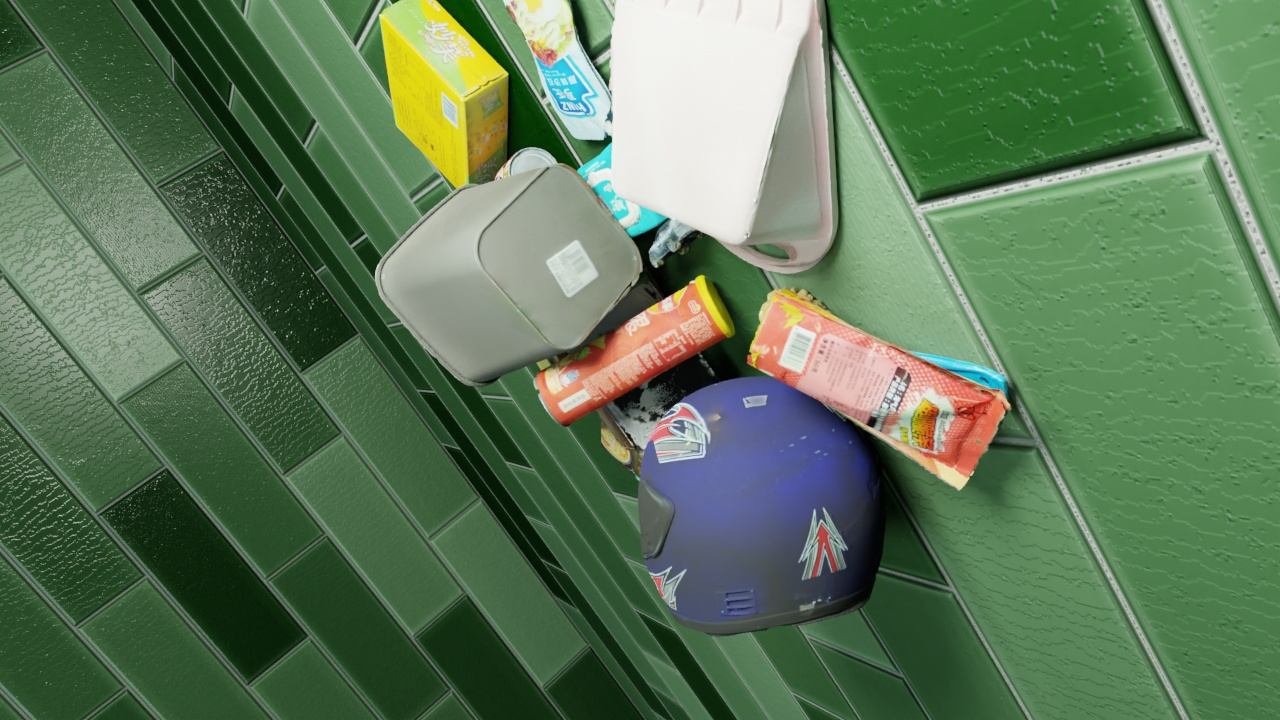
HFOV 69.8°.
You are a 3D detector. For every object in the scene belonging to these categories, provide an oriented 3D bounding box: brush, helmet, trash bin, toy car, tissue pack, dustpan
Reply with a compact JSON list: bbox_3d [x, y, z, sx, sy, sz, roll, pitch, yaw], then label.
[{"bbox_3d":[0.205,-0.009,0.807,0.255,0.045,0.083,20,139,46],"label":"brush"},{"bbox_3d":[0.111,0.141,0.958,0.316,0.247,0.240,149,110,-72],"label":"helmet"},{"bbox_3d":[-0.135,-0.095,0.996,0.198,0.198,0.220,50,152,-21],"label":"trash bin"},{"bbox_3d":[0.035,-0.125,0.943,0.034,0.042,0.091,57,159,1],"label":"toy car"},{"bbox_3d":[-0.013,-0.177,0.945,0.093,0.050,0.134,56,158,-9],"label":"tissue pack"},{"bbox_3d":[0.080,-0.203,0.778,0.222,0.138,0.274,34,125,39],"label":"dustpan"}]

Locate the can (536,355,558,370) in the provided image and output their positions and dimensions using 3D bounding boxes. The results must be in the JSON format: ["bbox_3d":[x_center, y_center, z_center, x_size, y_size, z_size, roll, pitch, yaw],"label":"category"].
[{"bbox_3d":[-0.122,-0.036,1.339,0.057,0.083,0.102,11,136,59],"label":"can"}]

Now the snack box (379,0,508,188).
[{"bbox_3d":[-0.239,-0.321,1.134,0.157,0.070,0.210,46,158,12],"label":"snack box"}]

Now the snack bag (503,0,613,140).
[{"bbox_3d":[-0.079,-0.301,0.899,0.110,0.038,0.191,14,139,44],"label":"snack bag"}]

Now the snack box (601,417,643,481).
[{"bbox_3d":[-0.003,0.125,1.344,0.113,0.053,0.126,41,151,26],"label":"snack box"}]

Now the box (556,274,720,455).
[{"bbox_3d":[-0.007,0.007,1.113,0.181,0.146,0.148,55,-179,-11],"label":"box"}]

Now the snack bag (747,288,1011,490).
[{"bbox_3d":[0.193,0.020,0.762,0.208,0.073,0.129,30,149,19],"label":"snack bag"}]

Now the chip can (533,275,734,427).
[{"bbox_3d":[-0.007,-0.007,0.982,0.073,0.217,0.073,55,-166,-21],"label":"chip can"}]

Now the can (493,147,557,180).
[{"bbox_3d":[-0.142,-0.214,1.117,0.066,0.066,0.094,55,159,-10],"label":"can"}]
